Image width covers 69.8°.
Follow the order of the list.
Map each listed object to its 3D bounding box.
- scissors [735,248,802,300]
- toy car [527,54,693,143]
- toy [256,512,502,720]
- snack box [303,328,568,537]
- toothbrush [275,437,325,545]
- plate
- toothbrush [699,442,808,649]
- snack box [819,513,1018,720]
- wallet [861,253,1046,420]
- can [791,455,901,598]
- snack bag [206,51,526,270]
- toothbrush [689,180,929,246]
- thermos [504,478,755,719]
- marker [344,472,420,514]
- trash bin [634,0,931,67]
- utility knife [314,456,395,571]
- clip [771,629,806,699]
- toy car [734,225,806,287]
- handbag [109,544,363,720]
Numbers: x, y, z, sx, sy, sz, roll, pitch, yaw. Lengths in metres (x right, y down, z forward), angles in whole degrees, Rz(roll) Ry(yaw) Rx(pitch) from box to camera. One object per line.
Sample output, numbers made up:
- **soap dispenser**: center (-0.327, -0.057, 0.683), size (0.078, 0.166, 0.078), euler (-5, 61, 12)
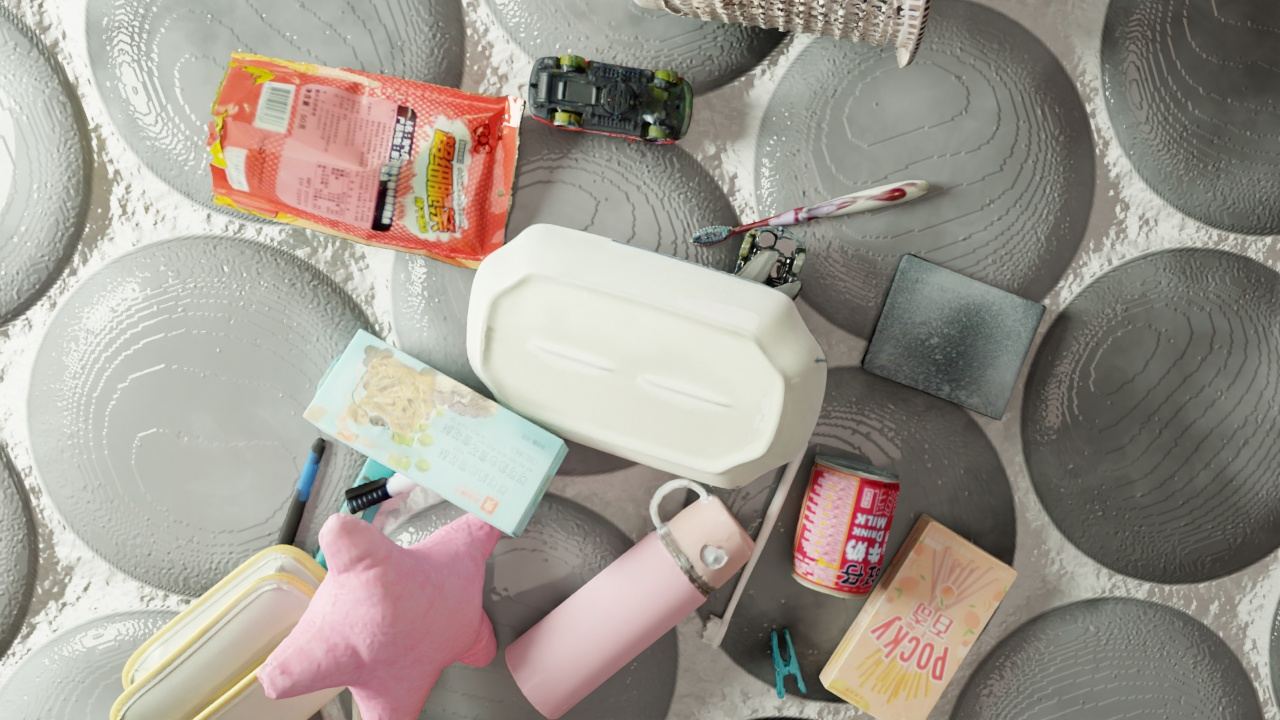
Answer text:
- **scissors**: center (0.029, -0.030, 0.675), size (0.169, 0.019, 0.178), euler (35, 110, 1)
- **toy car**: center (-0.022, -0.189, 0.666), size (0.120, 0.045, 0.053), euler (7, 96, -10)
- **toy**: center (-0.174, 0.190, 0.640), size (0.075, 0.194, 0.178), euler (9, 93, 39)
- **snack box**: center (-0.144, 0.053, 0.655), size (0.175, 0.052, 0.074), euler (28, 75, 4)
- **toothbrush**: center (-0.272, 0.148, 0.694), size (0.014, 0.016, 0.189), euler (20, 92, -12)
- **plate**: center (-0.006, 0.004, 0.641), size (0.266, 0.034, 0.162), euler (18, 115, 10)
- **toothbrush**: center (0.089, 0.141, 0.714), size (0.016, 0.016, 0.180), euler (24, 94, 1)
- **snack box**: center (0.218, 0.208, 0.721), size (0.084, 0.026, 0.157), euler (31, 92, -5)
- **wallet**: center (0.241, -0.018, 0.709), size (0.121, 0.019, 0.097), euler (21, 91, -3)
- **can**: center (0.153, 0.124, 0.690), size (0.066, 0.066, 0.094), euler (12, 93, -4)
- **snack bag**: center (-0.193, -0.143, 0.654), size (0.207, 0.073, 0.128), euler (10, 98, -9)
- **toothbrush**: center (0.128, -0.112, 0.694), size (0.187, 0.017, 0.016), euler (-13, 93, -1)
- **thermos**: center (-0.011, 0.173, 0.684), size (0.198, 0.067, 0.087), euler (-40, 99, 2)
- **marker**: center (-0.157, 0.081, 0.685), size (0.130, 0.018, 0.023), euler (-24, 140, -8)
- **trash bin**: center (0.088, -0.308, 0.592), size (0.192, 0.227, 0.227), euler (3, 94, 9)
- **utility knife**: center (-0.214, 0.112, 0.695), size (0.029, 0.013, 0.209), euler (27, 92, -7)
- **clip**: center (0.114, 0.239, 0.724), size (0.048, 0.014, 0.057), euler (-10, 94, 0)
- **toy car**: center (0.089, -0.050, 0.687), size (0.049, 0.031, 0.106), euler (19, 104, 4)
- **handbag**: center (-0.266, 0.247, 0.673), size (0.163, 0.063, 0.179), euler (-39, 111, -3)
